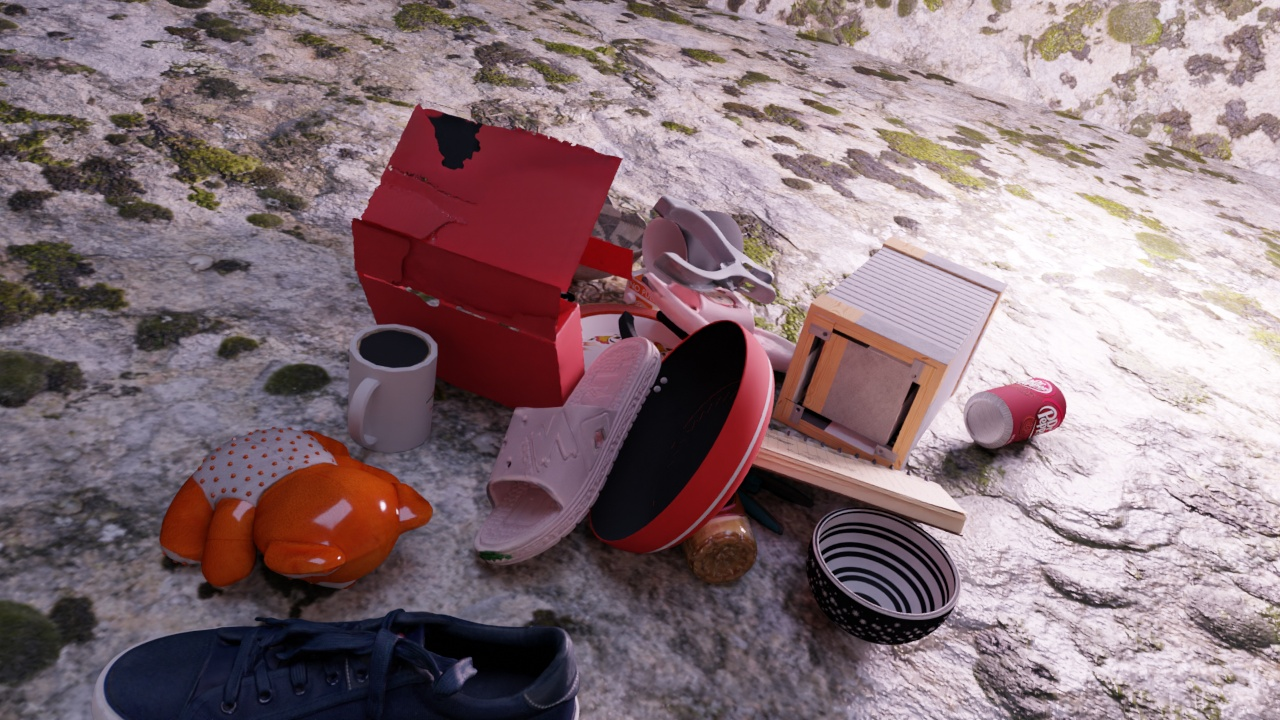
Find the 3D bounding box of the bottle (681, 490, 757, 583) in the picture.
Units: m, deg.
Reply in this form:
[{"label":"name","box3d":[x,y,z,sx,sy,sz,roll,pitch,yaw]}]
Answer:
[{"label":"bottle","box3d":[0.055,0.117,0.806,0.059,0.060,0.165,4,33,-14]}]

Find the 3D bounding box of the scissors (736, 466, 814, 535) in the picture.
[{"label":"scissors","box3d":[0.096,0.114,0.863,0.148,0.019,0.122,7,37,0]}]

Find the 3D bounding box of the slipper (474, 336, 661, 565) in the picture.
[{"label":"slipper","box3d":[-0.063,0.058,0.757,0.094,0.064,0.238,-4,43,45]}]

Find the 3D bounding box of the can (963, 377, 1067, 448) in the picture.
[{"label":"can","box3d":[0.419,0.057,1.023,0.114,0.063,0.063,-10,39,-32]}]

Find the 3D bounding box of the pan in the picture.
[{"label":"pan","box3d":[0.022,0.034,0.825,0.067,0.209,0.355,33,15,-18]}]

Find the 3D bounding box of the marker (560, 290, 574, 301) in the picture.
[{"label":"marker","box3d":[-0.146,-0.082,1.083,0.138,0.016,0.022,8,39,-5]}]

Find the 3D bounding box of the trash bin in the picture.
[{"label":"trash bin","box3d":[0.277,-0.013,1.006,0.142,0.143,0.246,28,35,22]}]

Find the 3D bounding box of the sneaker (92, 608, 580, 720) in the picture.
[{"label":"sneaker","box3d":[-0.178,0.187,0.559,0.294,0.127,0.120,4,32,-10]}]

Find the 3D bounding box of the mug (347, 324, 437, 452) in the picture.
[{"label":"mug","box3d":[-0.226,0.031,0.809,0.073,0.090,0.105,17,33,6]}]

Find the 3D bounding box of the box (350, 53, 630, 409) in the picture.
[{"label":"box","box3d":[-0.144,-0.095,0.819,0.211,0.319,0.120,20,31,17]}]

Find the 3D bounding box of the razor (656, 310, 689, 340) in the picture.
[{"label":"razor","box3d":[0.057,-0.018,1.006,0.042,0.022,0.144,-8,38,-31]}]

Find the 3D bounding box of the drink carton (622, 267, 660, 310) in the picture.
[{"label":"drink carton","box3d":[0.039,-0.090,1.137,0.058,0.040,0.122,35,39,31]}]

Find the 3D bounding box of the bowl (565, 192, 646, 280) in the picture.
[{"label":"bowl","box3d":[-0.081,-0.150,1.146,0.178,0.081,0.178,17,29,-10]}]

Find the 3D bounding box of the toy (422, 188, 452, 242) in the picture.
[{"label":"toy","box3d":[-0.200,-0.150,1.074,0.184,0.140,0.159,36,77,33]}]

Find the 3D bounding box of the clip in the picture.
[{"label":"clip","box3d":[0.074,-0.134,1.021,0.173,0.030,0.158,13,49,-36]}]

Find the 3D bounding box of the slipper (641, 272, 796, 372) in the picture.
[{"label":"slipper","box3d":[0.098,-0.042,1.019,0.221,0.056,0.106,24,16,-27]}]

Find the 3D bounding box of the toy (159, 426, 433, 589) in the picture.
[{"label":"toy","box3d":[-0.250,0.114,0.686,0.173,0.093,0.163,18,28,32]}]

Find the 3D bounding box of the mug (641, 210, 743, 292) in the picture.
[{"label":"mug","box3d":[0.072,-0.119,1.088,0.094,0.085,0.121,-14,69,-35]}]

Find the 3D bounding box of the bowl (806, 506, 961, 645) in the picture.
[{"label":"bowl","box3d":[0.189,0.184,0.744,0.120,0.066,0.120,9,33,-6]}]

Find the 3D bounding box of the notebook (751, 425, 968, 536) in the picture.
[{"label":"notebook","box3d":[0.175,0.098,0.848,0.225,0.024,0.167,18,5,8]}]

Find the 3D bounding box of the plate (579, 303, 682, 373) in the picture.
[{"label":"plate","box3d":[-0.005,0.006,0.991,0.229,0.021,0.229,9,33,-6]}]
